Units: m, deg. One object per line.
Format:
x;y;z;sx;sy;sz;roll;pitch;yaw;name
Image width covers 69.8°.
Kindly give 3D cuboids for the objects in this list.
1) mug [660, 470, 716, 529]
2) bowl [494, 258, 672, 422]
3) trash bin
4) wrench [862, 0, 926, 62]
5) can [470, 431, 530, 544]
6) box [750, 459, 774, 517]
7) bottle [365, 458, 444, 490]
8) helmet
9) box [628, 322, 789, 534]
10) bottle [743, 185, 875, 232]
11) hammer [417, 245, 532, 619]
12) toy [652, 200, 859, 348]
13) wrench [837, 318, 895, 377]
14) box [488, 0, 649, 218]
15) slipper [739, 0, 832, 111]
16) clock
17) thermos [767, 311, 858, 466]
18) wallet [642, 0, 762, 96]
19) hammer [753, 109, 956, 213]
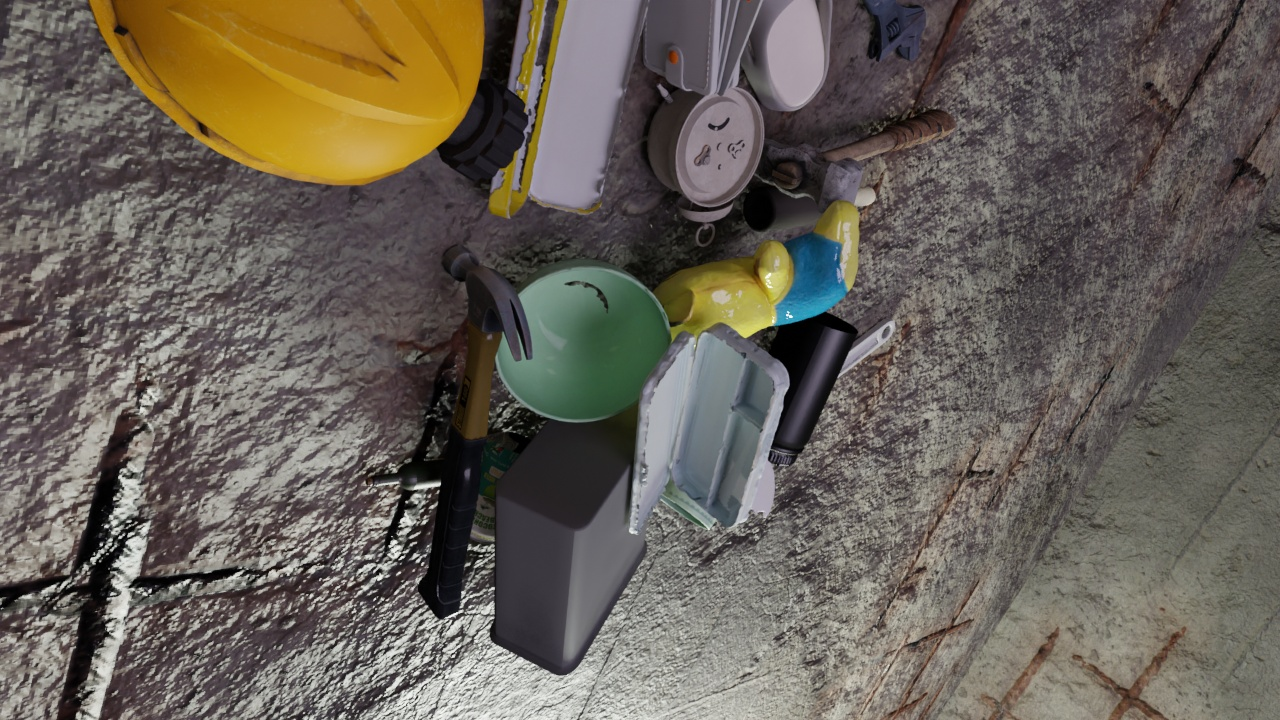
0.064;0.124;1.072;0.111;0.084;0.104;40;78;-24;mug
-0.054;-0.027;0.803;0.151;0.077;0.151;-5;121;-8;bowl
-0.059;0.156;0.882;0.191;0.098;0.220;-52;158;-45;trash bin
0.218;-0.360;0.869;0.073;0.022;0.273;-55;143;4;wrench
-0.135;0.121;0.877;0.054;0.055;0.102;1;119;-46;can
0.095;0.093;1.002;0.083;0.092;0.166;2;82;-68;box
-0.197;0.103;0.823;0.105;0.025;0.025;-2;121;-45;bottle
-0.170;-0.186;0.531;0.255;0.131;0.205;26;100;-51;helmet
0.036;0.081;0.810;0.126;0.106;0.216;-25;140;-34;box
0.188;-0.168;0.977;0.184;0.045;0.045;-14;129;-38;bottle
-0.147;0.080;0.769;0.025;0.118;0.334;-9;124;-39;hammer
0.100;-0.062;0.855;0.214;0.084;0.149;-20;167;-1;toy
0.245;0.029;1.221;0.272;0.018;0.087;-33;139;-23;wrench
-0.060;-0.209;0.688;0.117;0.057;0.210;-12;127;-42;box
0.120;-0.305;0.769;0.113;0.080;0.266;-43;142;-6;slipper
0.054;-0.176;0.823;0.103;0.061;0.157;-25;128;-30;clock
0.179;0.039;1.096;0.086;0.086;0.199;2;116;-46;thermos
0.049;-0.263;0.700;0.037;0.115;0.119;-27;136;-29;wallet
0.238;-0.223;0.954;0.317;0.121;0.049;-26;136;-41;hammer
